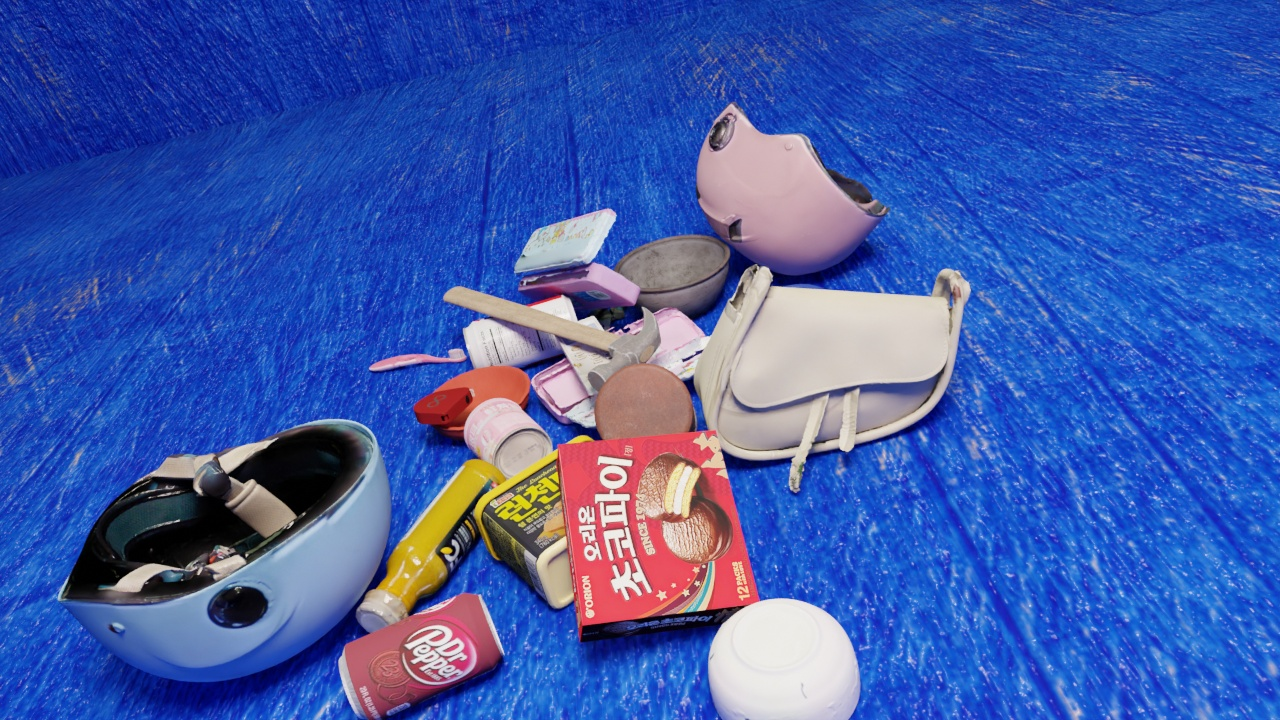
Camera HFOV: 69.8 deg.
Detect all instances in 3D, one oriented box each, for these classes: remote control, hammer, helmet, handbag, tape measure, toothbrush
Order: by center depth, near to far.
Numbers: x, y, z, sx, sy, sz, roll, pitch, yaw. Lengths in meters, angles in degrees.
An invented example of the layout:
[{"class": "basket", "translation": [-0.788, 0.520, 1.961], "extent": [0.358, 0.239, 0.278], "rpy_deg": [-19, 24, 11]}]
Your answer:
[{"class": "helmet", "translation": [-0.323, 0.160, 0.774], "extent": [0.265, 0.167, 0.225], "rpy_deg": [-24, 30, 0]}, {"class": "handbag", "translation": [0.173, 0.010, 0.825], "extent": [0.229, 0.184, 0.131], "rpy_deg": [0, 32, -9]}, {"class": "tape measure", "translation": [-0.214, 0.050, 0.988], "extent": [0.051, 0.019, 0.058], "rpy_deg": [-1, 26, 25]}, {"class": "remote control", "translation": [-0.053, -0.008, 0.990], "extent": [0.050, 0.011, 0.135], "rpy_deg": [-21, 34, -10]}, {"class": "hammer", "translation": [-0.113, -0.042, 1.035], "extent": [0.332, 0.031, 0.119], "rpy_deg": [16, 43, 41]}, {"class": "helmet", "translation": [0.167, -0.199, 1.146], "extent": [0.153, 0.229, 0.255], "rpy_deg": [-57, 44, 12]}, {"class": "toothbrush", "translation": [-0.286, 0.000, 1.173], "extent": [0.135, 0.016, 0.021], "rpy_deg": [-6, 32, 12]}]

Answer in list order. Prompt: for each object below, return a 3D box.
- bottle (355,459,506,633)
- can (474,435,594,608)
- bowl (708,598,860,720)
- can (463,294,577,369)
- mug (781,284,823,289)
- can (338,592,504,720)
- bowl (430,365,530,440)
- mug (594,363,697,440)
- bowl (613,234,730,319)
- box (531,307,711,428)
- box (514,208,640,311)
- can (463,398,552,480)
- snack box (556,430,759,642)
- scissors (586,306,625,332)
[{"class": "bottle", "translation": [-0.184, 0.166, 0.824], "extent": [0.053, 0.053, 0.185], "rpy_deg": [2, 35, 25]}, {"class": "can", "translation": [-0.060, 0.139, 0.800], "extent": [0.130, 0.073, 0.101], "rpy_deg": [-31, 37, -26]}, {"class": "bowl", "translation": [0.097, 0.209, 0.638], "extent": [0.105, 0.054, 0.104], "rpy_deg": [-11, 32, 7]}, {"class": "can", "translation": [-0.141, -0.029, 1.106], "extent": [0.132, 0.070, 0.070], "rpy_deg": [-17, 31, -5]}, {"class": "mug", "translation": [0.161, -0.039, 0.991], "extent": [0.075, 0.076, 0.112], "rpy_deg": [-20, 31, -10]}, {"class": "can", "translation": [-0.167, 0.227, 0.706], "extent": [0.114, 0.063, 0.063], "rpy_deg": [-22, 32, -12]}, {"class": "bowl", "translation": [-0.177, 0.053, 1.021], "extent": [0.122, 0.035, 0.121], "rpy_deg": [-10, 31, 6]}, {"class": "mug", "translation": [0.017, 0.065, 0.844], "extent": [0.123, 0.110, 0.096], "rpy_deg": [44, 91, 11]}, {"class": "bowl", "translation": [0.044, -0.094, 1.139], "extent": [0.145, 0.067, 0.144], "rpy_deg": [-10, 31, 6]}, {"class": "box", "translation": [-0.004, 0.014, 1.003], "extent": [0.201, 0.059, 0.156], "rpy_deg": [-28, 36, -22]}, {"class": "box", "translation": [-0.074, -0.122, 1.125], "extent": [0.215, 0.089, 0.092], "rpy_deg": [0, 67, 59]}, {"class": "can", "translation": [-0.134, 0.081, 0.927], "extent": [0.067, 0.067, 0.076], "rpy_deg": [-28, 34, -21]}, {"class": "snack box", "translation": [0.009, 0.134, 0.725], "extent": [0.132, 0.036, 0.151], "rpy_deg": [-4, 54, -10]}, {"class": "scissors", "translation": [-0.040, -0.076, 1.192], "extent": [0.121, 0.019, 0.150], "rpy_deg": [20, 46, 42]}]
